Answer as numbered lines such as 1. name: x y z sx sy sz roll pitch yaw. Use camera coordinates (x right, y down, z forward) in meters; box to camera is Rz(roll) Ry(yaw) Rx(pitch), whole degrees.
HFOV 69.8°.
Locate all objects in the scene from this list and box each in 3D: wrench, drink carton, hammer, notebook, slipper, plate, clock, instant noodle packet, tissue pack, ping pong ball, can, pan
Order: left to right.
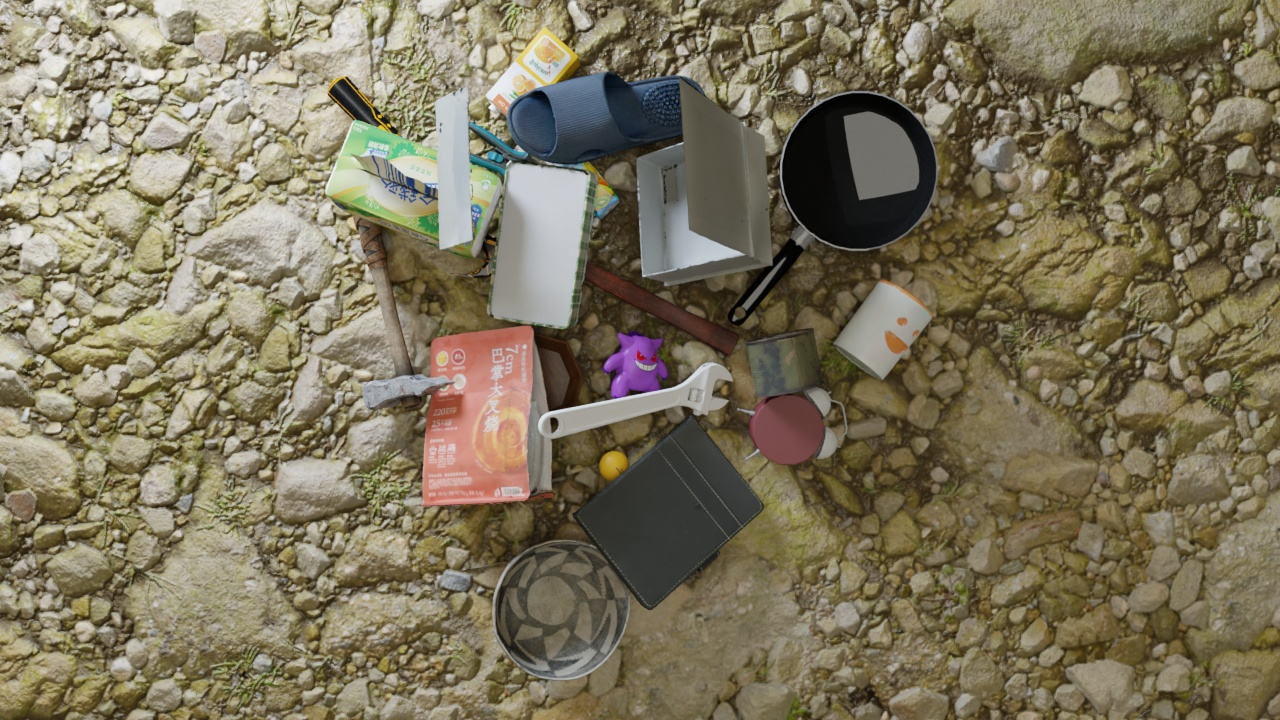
1. hammer: -0.331 -0.093 1.188 0.122 0.048 0.318 -16 87 23
2. tissue pack: -0.273 -0.210 1.108 0.197 0.141 0.120 15 85 -6
3. hammer: -0.288 -0.242 1.198 0.123 0.036 0.320 -44 95 2
4. instant noodle packet: -0.202 0.072 1.170 0.165 0.083 0.221 -7 85 26
5. drink carton: -0.141 -0.361 1.189 0.058 0.040 0.122 41 91 -2
6. plate: -0.141 0.027 1.213 0.131 0.025 0.131 0 93 -1
7. drink carton: -0.083 -0.243 1.196 0.044 0.038 0.129 -43 92 5
8. ping pong ball: -0.034 0.140 1.212 0.040 0.040 0.040 0 92 -1
9. slipper: -0.032 -0.311 1.148 0.263 0.082 0.101 -12 92 -14
10. hammer: -0.009 -0.086 1.210 0.300 0.028 0.111 27 91 -2
11. wrench: -0.001 0.056 1.169 0.272 0.018 0.066 -12 104 -24
12. notebook: 0.040 0.199 1.198 0.208 0.029 0.169 -38 94 -13
13. can: 0.186 0.003 1.184 0.090 0.090 0.074 -12 93 0
14. clock: 0.203 0.088 1.209 0.137 0.048 0.096 -10 93 0
15. pan: 0.232 -0.186 1.200 0.204 0.044 0.355 40 91 -2

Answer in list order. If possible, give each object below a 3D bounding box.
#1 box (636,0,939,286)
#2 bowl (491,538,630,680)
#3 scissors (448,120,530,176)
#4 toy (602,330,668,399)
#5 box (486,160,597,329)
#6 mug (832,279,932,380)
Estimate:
1. box: 0.118 -0.210 0.967 0.173 0.513 0.167 -2 83 -11
2. bowl: -0.109 0.319 1.196 0.178 0.081 0.178 2 82 -16
3. scissors: -0.184 -0.261 1.203 0.144 0.019 0.126 -13 87 -6
4. toy: -0.007 0.007 1.200 0.106 0.056 0.088 7 99 -36
5. box: -0.125 -0.146 1.164 0.118 0.050 0.205 8 95 9
6. mug: 0.313 -0.039 1.188 0.082 0.082 0.105 37 92 -2
